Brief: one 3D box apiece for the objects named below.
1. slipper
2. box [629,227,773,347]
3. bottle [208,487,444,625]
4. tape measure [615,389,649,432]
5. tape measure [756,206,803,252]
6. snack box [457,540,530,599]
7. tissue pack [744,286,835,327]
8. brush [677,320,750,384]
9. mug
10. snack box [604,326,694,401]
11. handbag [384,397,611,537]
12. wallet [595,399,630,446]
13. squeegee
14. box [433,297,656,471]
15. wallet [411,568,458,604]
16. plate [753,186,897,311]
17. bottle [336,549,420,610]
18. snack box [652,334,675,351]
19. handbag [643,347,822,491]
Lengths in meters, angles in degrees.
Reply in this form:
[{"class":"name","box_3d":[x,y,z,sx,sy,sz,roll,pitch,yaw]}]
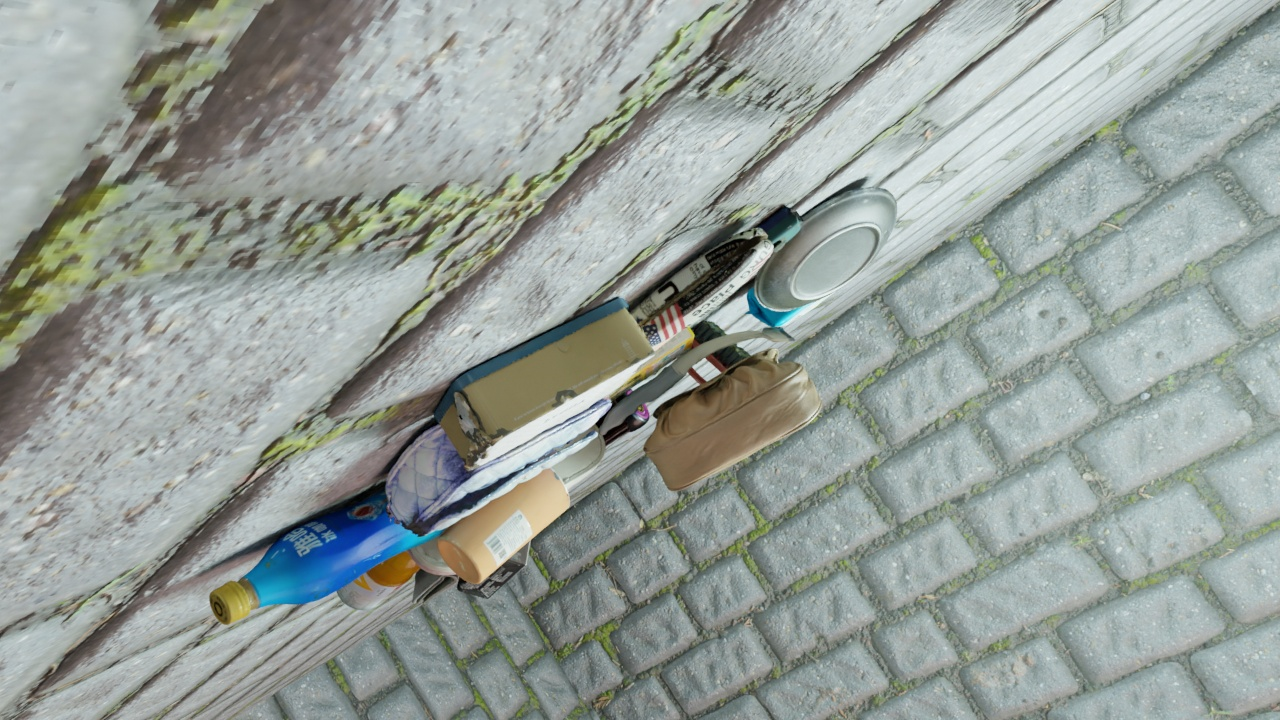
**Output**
[{"class":"slipper","box_3d":[-0.145,0.140,0.999,0.273,0.114,0.055,-36,172,-42]},{"class":"box","box_3d":[0.042,-0.062,0.795,0.164,0.057,0.071,-37,155,15]},{"class":"bottle","box_3d":[-0.263,0.164,0.794,0.065,0.065,0.218,-40,171,38]},{"class":"tape measure","box_3d":[-0.017,0.072,1.292,0.039,0.057,0.057,-36,-179,21]},{"class":"tape measure","box_3d":[0.122,-0.114,0.838,0.058,0.025,0.054,-36,171,16]},{"class":"snack box","box_3d":[-0.160,0.198,1.067,0.114,0.053,0.125,-47,-151,44]},{"class":"tissue pack","box_3d":[0.194,-0.095,1.110,0.140,0.063,0.089,-37,171,19]},{"class":"brush","box_3d":[0.114,0.018,1.165,0.069,0.146,0.063,-50,168,13]},{"class":"mug","box_3d":[-0.137,0.158,0.906,0.122,0.078,0.078,-44,180,-37]},{"class":"snack box","box_3d":[-0.006,0.006,1.023,0.140,0.033,0.087,-35,173,-4]},{"class":"handbag","box_3d":[-0.122,0.078,0.819,0.193,0.075,0.135,-26,169,-43]},{"class":"wallet","box_3d":[-0.075,0.092,1.124,0.122,0.020,0.096,-35,-144,3]},{"class":"squeegee","box_3d":[0.052,0.013,1.046,0.247,0.039,0.246,-29,-179,8]},{"class":"box","box_3d":[-0.069,0.015,0.727,0.183,0.059,0.090,-31,173,-36]},{"class":"wallet","box_3d":[-0.243,0.220,1.112,0.107,0.037,0.129,-39,-146,40]},{"class":"plate","box_3d":[0.204,-0.110,0.980,0.179,0.024,0.180,-23,149,-15]},{"class":"bottle","box_3d":[-0.300,0.238,1.089,0.067,0.068,0.190,-25,168,-48]},{"class":"snack box","box_3d":[0.004,-0.023,0.900,0.158,0.026,0.084,-37,172,25]},{"class":"handbag","box_3d":[0.100,0.060,1.056,0.205,0.100,0.147,-29,-171,8]}]
